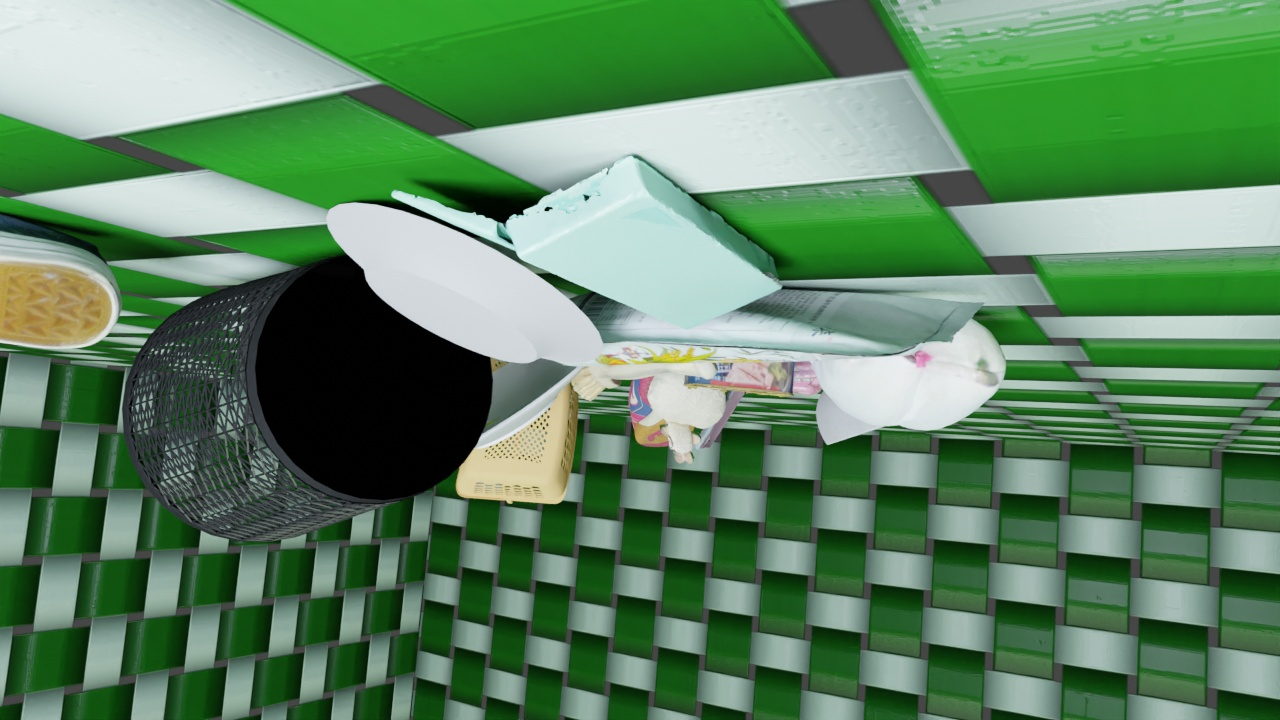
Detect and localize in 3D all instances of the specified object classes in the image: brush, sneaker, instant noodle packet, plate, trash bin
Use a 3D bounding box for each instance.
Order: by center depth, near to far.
[{"bbox_3d":[-0.105,-0.032,0.531,0.173,0.019,0.173,22,163,7],"label":"plate"},{"bbox_3d":[-0.446,-0.064,0.553,0.235,0.087,0.079,14,-158,-34],"label":"sneaker"},{"bbox_3d":[0.067,-0.019,0.592,0.270,0.057,0.146,3,-163,33],"label":"instant noodle packet"},{"bbox_3d":[-0.242,0.027,0.687,0.216,0.216,0.244,9,166,-38],"label":"trash bin"},{"bbox_3d":[-0.005,0.005,0.821,0.062,0.077,0.273,45,164,-17],"label":"brush"},{"bbox_3d":[-0.122,0.042,0.838,0.229,0.030,0.229,-29,-166,8],"label":"plate"},{"bbox_3d":[0.021,0.014,0.977,0.116,0.091,0.242,-1,155,-7],"label":"sneaker"}]

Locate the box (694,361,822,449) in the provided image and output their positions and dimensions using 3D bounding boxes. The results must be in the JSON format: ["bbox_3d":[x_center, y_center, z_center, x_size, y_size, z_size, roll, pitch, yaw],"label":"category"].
[{"bbox_3d":[0.126,0.034,1.017,0.173,0.075,0.233,-29,172,3],"label":"box"}]

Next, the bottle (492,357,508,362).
[{"bbox_3d":[-0.122,-0.020,0.878,0.042,0.042,0.110,7,175,-20],"label":"bottle"}]

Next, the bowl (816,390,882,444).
[{"bbox_3d":[0.238,0.033,0.915,0.132,0.064,0.132,-18,171,-3],"label":"bowl"}]

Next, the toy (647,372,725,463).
[{"bbox_3d":[0.045,0.037,0.863,0.087,0.112,0.050,19,-175,-36],"label":"toy"}]

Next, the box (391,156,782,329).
[{"bbox_3d":[-0.018,-0.053,0.469,0.138,0.056,0.186,-5,170,27],"label":"box"}]

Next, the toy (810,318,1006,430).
[{"bbox_3d":[0.188,0.006,0.699,0.138,0.085,0.209,5,179,7],"label":"toy"}]

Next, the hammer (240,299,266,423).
[{"bbox_3d":[-0.297,-0.005,1.016,0.033,0.120,0.329,3,-176,27],"label":"hammer"}]

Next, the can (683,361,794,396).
[{"bbox_3d":[0.087,-0.001,0.807,0.099,0.059,0.054,7,174,-13],"label":"can"}]

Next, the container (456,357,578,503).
[{"bbox_3d":[-0.136,0.066,1.037,0.129,0.183,0.167,5,167,-4],"label":"container"}]
